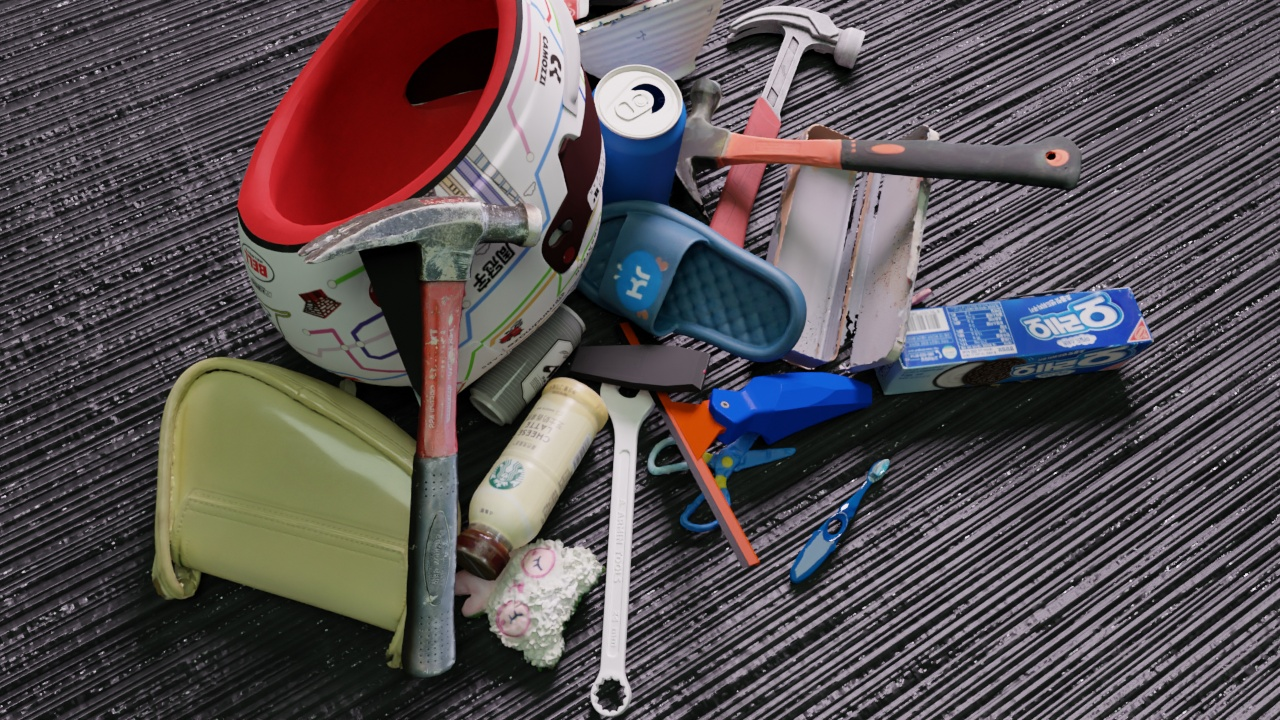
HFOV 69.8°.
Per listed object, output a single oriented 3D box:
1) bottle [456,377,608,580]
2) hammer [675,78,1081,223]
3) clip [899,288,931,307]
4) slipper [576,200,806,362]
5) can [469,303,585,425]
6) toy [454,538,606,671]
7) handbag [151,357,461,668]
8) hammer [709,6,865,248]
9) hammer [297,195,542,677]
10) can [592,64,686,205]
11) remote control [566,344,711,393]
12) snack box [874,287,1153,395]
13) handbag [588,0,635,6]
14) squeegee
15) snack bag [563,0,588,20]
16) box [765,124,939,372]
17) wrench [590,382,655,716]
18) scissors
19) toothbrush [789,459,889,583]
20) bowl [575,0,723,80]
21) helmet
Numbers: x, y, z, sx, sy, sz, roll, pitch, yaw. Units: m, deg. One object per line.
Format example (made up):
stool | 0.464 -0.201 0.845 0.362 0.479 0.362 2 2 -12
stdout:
bottle | -0.084 0.088 0.695 0.056 0.057 0.161 28 57 6
hammer | 0.183 -0.170 0.761 0.334 0.033 0.133 8 70 24
clip | 0.227 -0.059 0.816 0.058 0.022 0.037 -34 79 -15
slipper | 0.032 -0.065 0.744 0.214 0.059 0.104 23 111 19
can | -0.092 0.002 0.751 0.044 0.044 0.106 35 70 9
toy | -0.092 0.170 0.689 0.109 0.041 0.095 22 70 11
handbag | -0.241 0.106 0.683 0.233 0.088 0.190 18 83 2
hammer | 0.108 -0.206 0.859 0.126 0.036 0.315 19 69 5
hammer | -0.140 0.059 0.587 0.140 0.036 0.326 -4 109 -28
can | -0.008 -0.173 0.772 0.079 0.146 0.078 2 68 -5
remote control | -0.005 0.004 0.745 0.125 0.010 0.039 4 64 28
snack box | 0.315 -0.017 0.788 0.226 0.060 0.059 -7 65 -8
handbag | 0.031 -0.396 0.916 0.177 0.027 0.084 -36 36 -24
squeegee | 0.110 0.038 0.739 0.184 0.055 0.249 -6 47 -26
snack bag | -0.116 -0.353 0.894 0.115 0.036 0.077 -26 72 -14
box | 0.171 -0.103 0.778 0.105 0.096 0.216 17 73 -9
wrench | -0.016 0.133 0.719 0.047 0.009 0.273 -2 68 14
scissors | 0.064 0.078 0.754 0.105 0.019 0.131 41 67 10
toothbrush | 0.162 0.128 0.739 0.021 0.016 0.132 39 70 12
bowl | 0.006 -0.291 0.846 0.177 0.177 0.071 -26 114 -14
helmet | -0.143 -0.123 0.690 0.231 0.236 0.314 33 87 31
